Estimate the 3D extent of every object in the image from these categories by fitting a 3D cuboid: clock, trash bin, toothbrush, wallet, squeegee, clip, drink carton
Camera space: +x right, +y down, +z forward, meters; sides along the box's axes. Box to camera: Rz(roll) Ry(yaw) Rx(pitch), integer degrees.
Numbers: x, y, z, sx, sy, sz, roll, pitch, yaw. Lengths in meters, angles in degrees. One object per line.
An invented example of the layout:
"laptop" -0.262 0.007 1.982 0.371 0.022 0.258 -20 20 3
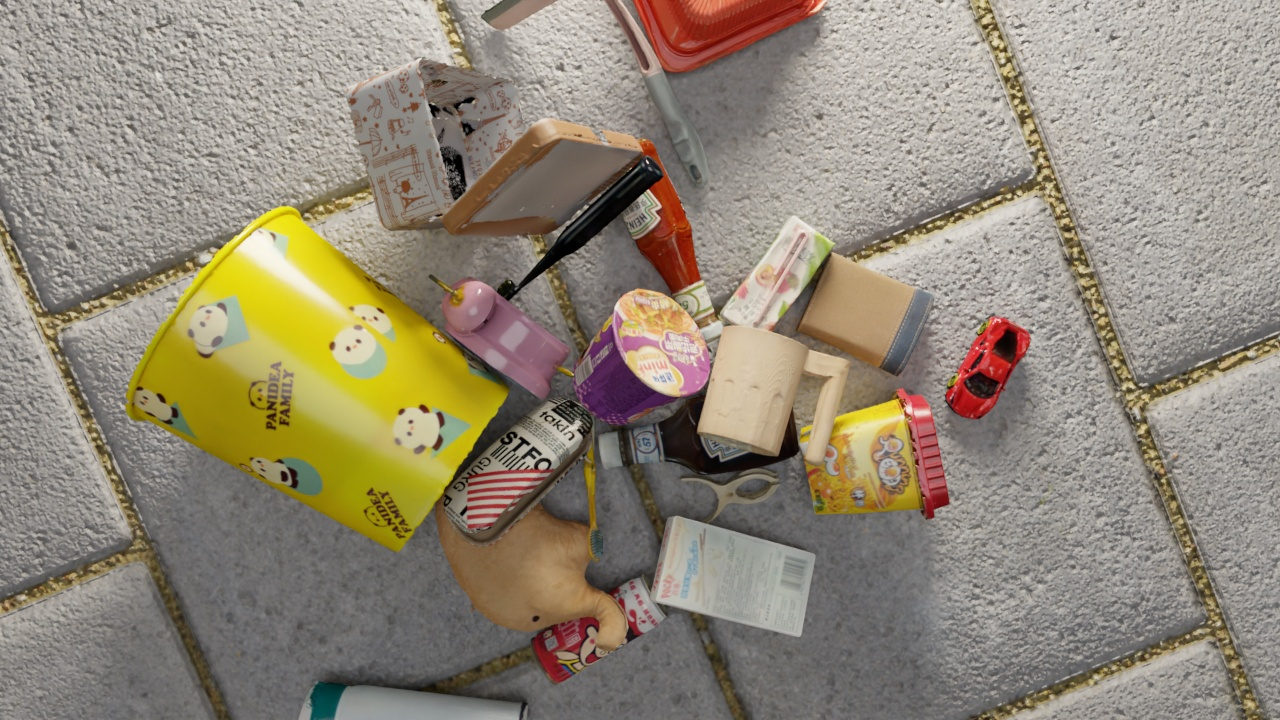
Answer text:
"clock" -0.137 -0.029 0.869 0.158 0.117 0.060 37 88 -16
"trash bin" -0.275 0.029 0.831 0.255 0.229 0.229 35 93 -7
"toothbrush" -0.049 0.100 0.902 0.016 0.018 0.191 3 72 -25
"wallet" 0.224 -0.046 0.916 0.115 0.033 0.090 23 91 -1
"squeegee" 0.005 -0.280 0.881 0.248 0.040 0.249 -18 113 35
"clip" 0.093 0.129 0.928 0.097 0.034 0.061 -16 94 9
"drink carton" 0.135 -0.079 0.906 0.053 0.045 0.122 35 92 -1
"toothbrush" -0.064 -0.120 0.881 0.213 0.026 0.027 -37 84 25

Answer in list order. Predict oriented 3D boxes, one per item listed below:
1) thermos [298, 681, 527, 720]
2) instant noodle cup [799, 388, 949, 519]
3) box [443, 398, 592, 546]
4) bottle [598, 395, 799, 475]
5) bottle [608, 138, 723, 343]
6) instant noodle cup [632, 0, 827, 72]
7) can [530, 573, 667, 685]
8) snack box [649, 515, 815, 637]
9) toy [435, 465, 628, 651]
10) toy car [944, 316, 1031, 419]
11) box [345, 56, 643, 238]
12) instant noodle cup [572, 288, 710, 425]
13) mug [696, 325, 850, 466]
"thermos" -0.229 0.369 0.924 0.224 0.073 0.073 6 93 0
"instant noodle cup" 0.223 0.096 0.891 0.124 0.116 0.116 -12 94 12
"box" -0.113 0.105 0.861 0.075 0.081 0.163 32 63 25
"bottle" 0.056 0.076 0.917 0.195 0.044 0.080 -9 89 1
"bottle" 0.026 -0.112 0.896 0.060 0.060 0.206 -25 93 1
"instant noodle cup" 0.080 -0.384 0.871 0.189 0.079 0.164 -25 95 -1
"can" -0.041 0.269 0.923 0.133 0.053 0.053 -31 93 2
"snack box" 0.093 0.214 0.908 0.156 0.027 0.084 17 75 -12
"toy" -0.108 0.198 0.896 0.143 0.082 0.226 -34 85 -1
"toy car" 0.348 0.009 0.921 0.049 0.031 0.106 30 95 -1
"box" -0.115 -0.189 0.803 0.193 0.182 0.156 -15 94 23
"instant noodle cup" -0.005 0.005 0.873 0.111 0.111 0.099 47 134 -3
"mug" 0.123 0.035 0.856 0.124 0.084 0.103 16 82 4
